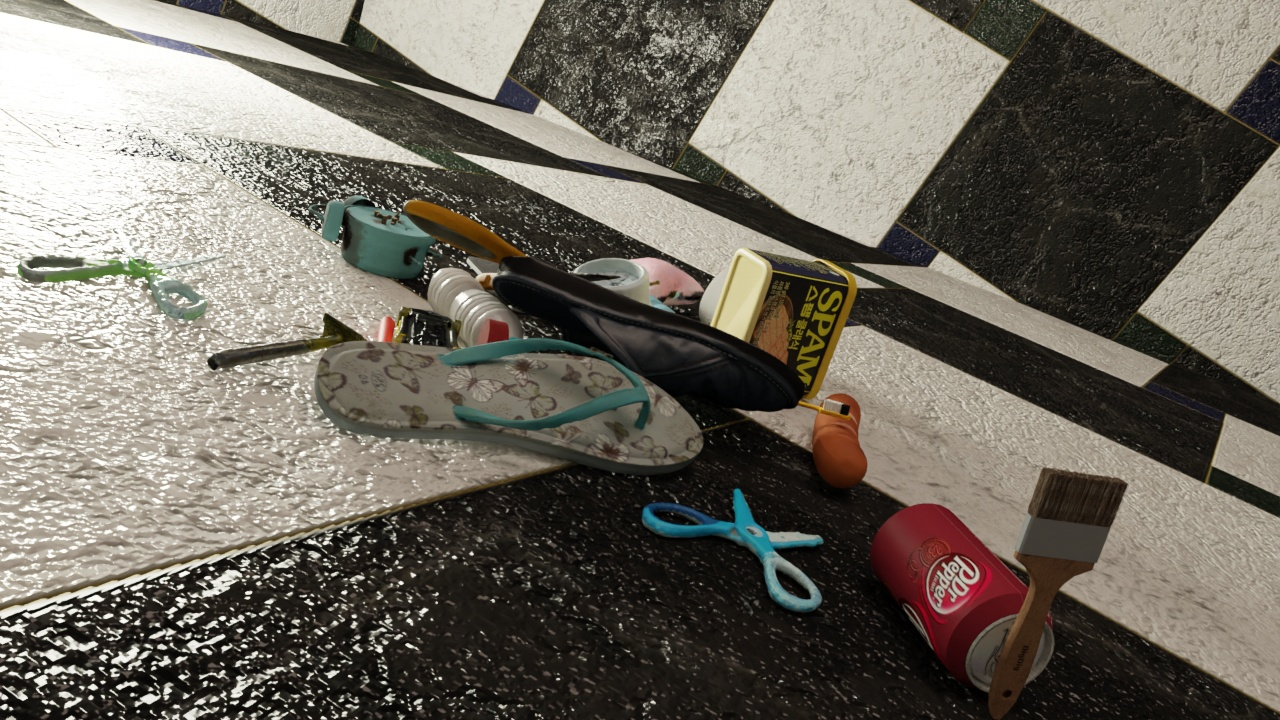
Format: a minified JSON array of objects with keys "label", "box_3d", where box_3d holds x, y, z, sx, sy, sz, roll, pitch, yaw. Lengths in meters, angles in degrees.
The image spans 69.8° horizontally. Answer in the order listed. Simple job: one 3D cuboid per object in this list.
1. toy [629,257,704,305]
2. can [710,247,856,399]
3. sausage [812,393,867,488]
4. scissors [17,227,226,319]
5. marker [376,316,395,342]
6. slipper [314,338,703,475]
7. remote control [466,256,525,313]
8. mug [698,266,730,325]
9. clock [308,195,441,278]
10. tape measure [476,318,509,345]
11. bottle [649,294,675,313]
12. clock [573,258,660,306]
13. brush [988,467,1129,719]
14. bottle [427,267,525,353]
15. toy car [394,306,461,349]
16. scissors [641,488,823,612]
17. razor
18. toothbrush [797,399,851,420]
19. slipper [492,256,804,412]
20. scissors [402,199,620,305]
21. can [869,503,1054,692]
[{"label":"toy","box_3d":[0.018,-0.094,1.099,0.093,0.050,0.102,34,25,31]},{"label":"can","box_3d":[0.134,-0.037,0.905,0.104,0.135,0.075,7,21,-28]},{"label":"sausage","box_3d":[0.166,0.067,0.771,0.039,0.044,0.164,40,18,0]},{"label":"scissors","box_3d":[-0.356,-0.064,0.663,0.166,0.024,0.171,18,18,16]},{"label":"marker","box_3d":[-0.186,-0.004,0.656,0.012,0.013,0.142,14,18,-17]},{"label":"slipper","box_3d":[-0.073,0.015,0.609,0.268,0.055,0.098,10,40,-24]},{"label":"remote control","box_3d":[-0.137,-0.078,0.948,0.045,0.008,0.146,8,20,-34]},{"label":"mug","box_3d":[0.131,-0.046,1.053,0.088,0.081,0.114,38,-7,31]},{"label":"clock","box_3d":[-0.256,-0.121,0.874,0.124,0.053,0.090,21,16,4]},{"label":"tape measure","box_3d":[-0.108,-0.002,0.667,0.019,0.051,0.059,14,18,-19]},{"label":"bottle","box_3d":[0.002,-0.052,0.965,0.040,0.040,0.130,6,21,-37]},{"label":"clock","box_3d":[-0.037,-0.055,0.890,0.083,0.057,0.117,22,37,32]},{"label":"brush","box_3d":[0.203,0.122,0.467,0.045,0.143,0.008,8,18,-9]},{"label":"bottle","box_3d":[-0.133,-0.035,0.756,0.044,0.044,0.136,5,22,-39]},{"label":"toy car","box_3d":[-0.159,-0.013,0.684,0.049,0.030,0.106,13,20,-15]},{"label":"scissors","box_3d":[0.061,0.111,0.576,0.140,0.011,0.134,16,20,-9]},{"label":"razor","box_3d":[-0.234,-0.007,0.603,0.042,0.026,0.105,30,24,26]},{"label":"toothbrush","box_3d":[0.092,0.023,0.801,0.197,0.031,0.031,17,11,34]},{"label":"slipper","box_3d":[-0.004,0.004,0.736,0.265,0.083,0.109,21,-16,1]},{"label":"scissors","box_3d":[-0.105,-0.075,0.791,0.225,0.016,0.230,24,-15,-21]},{"label":"can","box_3d":[0.186,0.137,0.541,0.063,0.063,0.114,14,18,-18]}]
